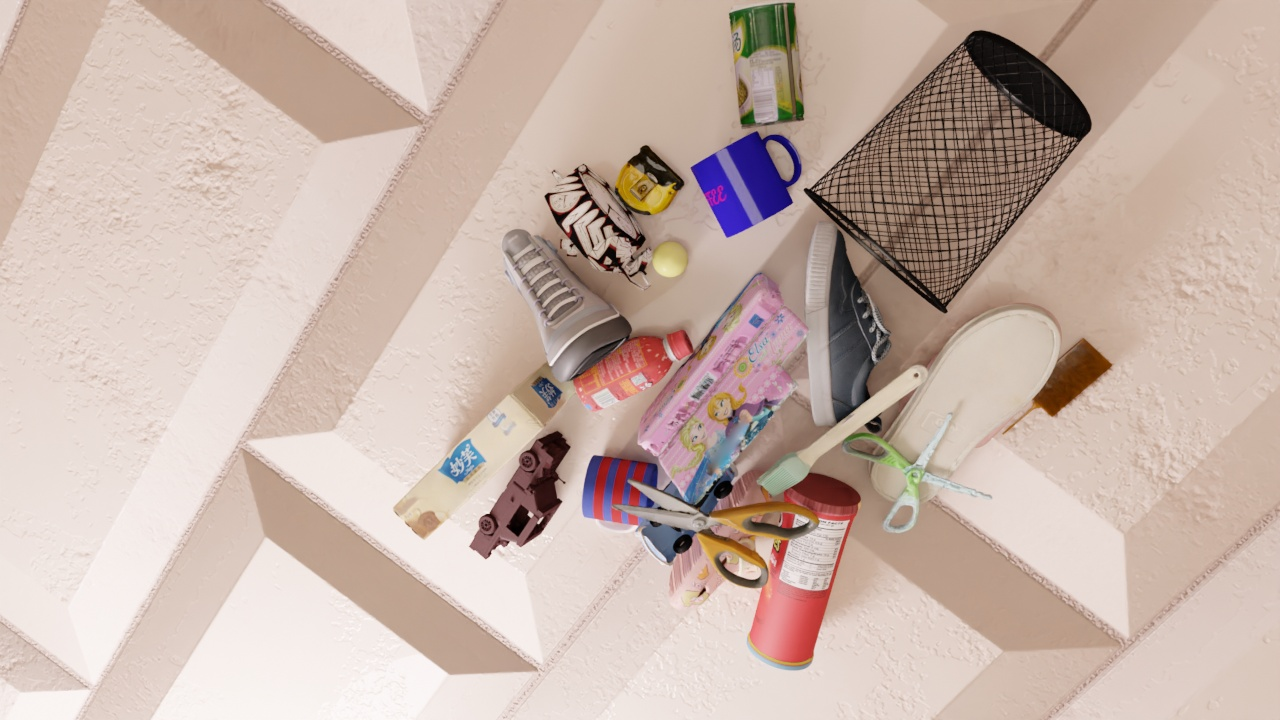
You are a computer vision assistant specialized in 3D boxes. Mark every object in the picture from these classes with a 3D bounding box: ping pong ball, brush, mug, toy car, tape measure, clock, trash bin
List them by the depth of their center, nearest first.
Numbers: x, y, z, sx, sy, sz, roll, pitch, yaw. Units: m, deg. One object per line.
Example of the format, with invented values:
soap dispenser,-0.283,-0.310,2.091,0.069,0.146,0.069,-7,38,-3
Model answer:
trash bin,0.298,-0.185,0.883,0.184,0.184,0.210,41,102,-1
mug,0.120,-0.192,0.968,0.111,0.079,0.083,-30,98,-12
brush,0.216,0.075,0.980,0.218,0.012,0.033,-41,110,19
clock,-0.043,-0.132,0.986,0.065,0.114,0.154,-37,77,17
brush,0.444,0.036,0.987,0.048,0.017,0.127,43,108,-2
tape measure,0.007,-0.191,1.005,0.065,0.037,0.064,44,107,-2
ping pong ball,0.033,-0.112,1.019,0.040,0.040,0.040,3,105,11
toy car,0.050,0.162,1.044,0.056,0.153,0.055,50,150,-15
mug,-0.023,0.167,1.093,0.076,0.074,0.112,7,132,9
toy car,-0.137,0.170,1.108,0.062,0.070,0.170,38,108,12

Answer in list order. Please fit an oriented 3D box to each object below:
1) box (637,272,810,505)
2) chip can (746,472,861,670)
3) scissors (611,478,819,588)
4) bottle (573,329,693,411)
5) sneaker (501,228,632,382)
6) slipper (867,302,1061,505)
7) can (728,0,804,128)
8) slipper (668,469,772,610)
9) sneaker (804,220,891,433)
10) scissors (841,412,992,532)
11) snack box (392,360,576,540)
box,0.083,0.024,0.989,0.061,0.160,0.231,28,110,-29
chip can,0.185,0.243,1.057,0.087,0.087,0.214,14,107,8
scissors,0.085,0.169,0.973,0.225,0.016,0.176,38,116,-26
bottle,-0.006,0.006,1.047,0.138,0.061,0.062,-24,98,16
sneaker,-0.090,-0.069,0.946,0.093,0.256,0.160,-36,96,-1
slipper,0.342,0.047,0.990,0.114,0.054,0.275,31,120,-1
can,0.129,-0.302,0.937,0.067,0.067,0.121,-5,104,12
slipper,0.107,0.220,1.068,0.081,0.093,0.197,31,107,-7
sneaker,0.222,-0.033,0.978,0.087,0.089,0.236,-2,111,13
scissors,0.301,0.124,1.005,0.171,0.021,0.173,21,118,5
snack box,-0.174,0.099,1.056,0.208,0.153,0.055,-43,94,18
